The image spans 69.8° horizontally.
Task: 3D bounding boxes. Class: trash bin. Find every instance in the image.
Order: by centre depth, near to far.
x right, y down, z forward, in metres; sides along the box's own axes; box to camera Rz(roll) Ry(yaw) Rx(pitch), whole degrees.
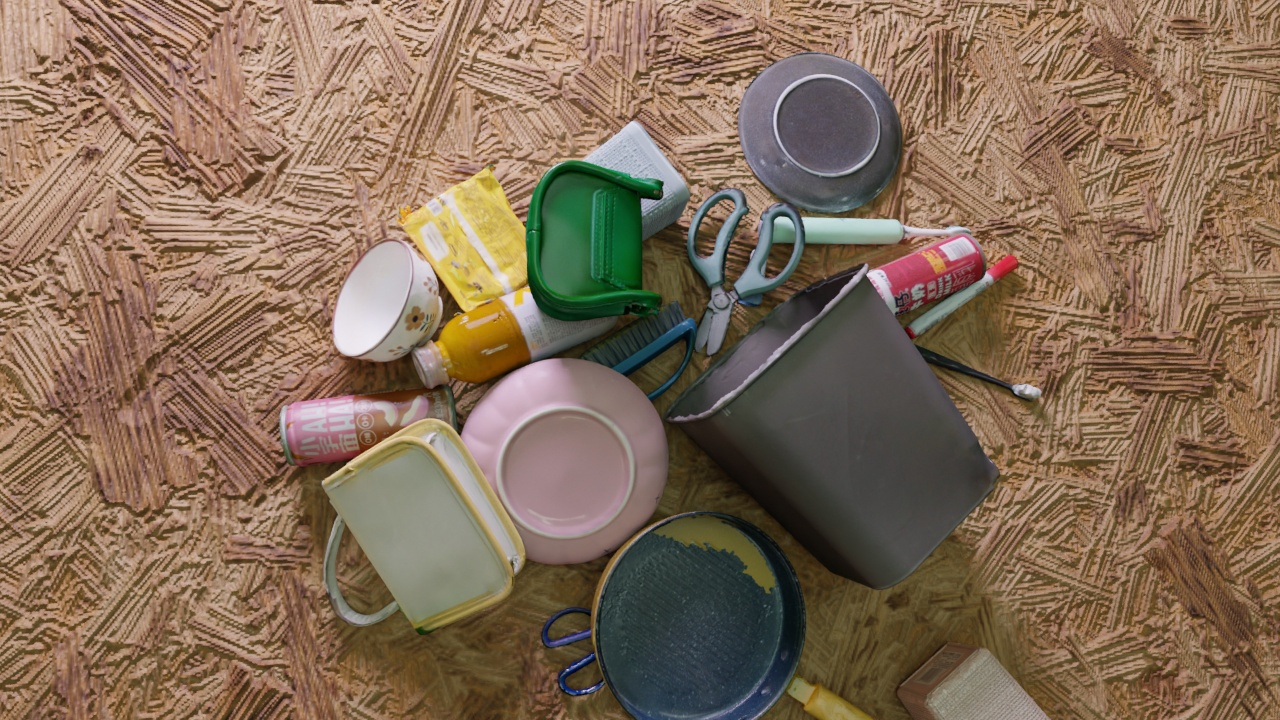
[{"bbox_3d":[0.171,0.064,0.817,0.198,0.199,0.220,-42,95,-11],"label":"trash bin"}]

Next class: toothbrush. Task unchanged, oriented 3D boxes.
[{"bbox_3d":[0.321,0.006,0.928,0.181,0.018,0.015,20,81,-2],"label":"toothbrush"},{"bbox_3d":[0.231,-0.132,0.935,0.224,0.027,0.026,0,116,-7],"label":"toothbrush"}]

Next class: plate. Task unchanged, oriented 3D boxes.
[{"bbox_3d":[-0.067,0.095,0.817,0.192,0.039,0.192,-1,99,-7],"label":"plate"},{"bbox_3d":[0.190,-0.241,0.950,0.179,0.024,0.179,1,80,-8],"label":"plate"}]

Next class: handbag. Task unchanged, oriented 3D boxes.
[{"bbox_3d":[-0.039,-0.101,0.788,0.120,0.068,0.131,0,83,-8],"label":"handbag"},{"bbox_3d":[-0.205,0.153,0.791,0.179,0.063,0.163,-28,99,15],"label":"handbag"}]

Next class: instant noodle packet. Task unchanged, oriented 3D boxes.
[{"bbox_3d":[-0.156,-0.111,0.870,0.110,0.044,0.128,-32,88,-17],"label":"instant noodle packet"}]

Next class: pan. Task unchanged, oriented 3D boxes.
[{"bbox_3d":[0.120,0.278,0.818,0.357,0.078,0.197,36,77,-10],"label":"pan"}]

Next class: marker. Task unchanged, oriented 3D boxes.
[{"bbox_3d":[0.329,-0.065,0.941,0.145,0.017,0.017,-33,86,-12],"label":"marker"}]

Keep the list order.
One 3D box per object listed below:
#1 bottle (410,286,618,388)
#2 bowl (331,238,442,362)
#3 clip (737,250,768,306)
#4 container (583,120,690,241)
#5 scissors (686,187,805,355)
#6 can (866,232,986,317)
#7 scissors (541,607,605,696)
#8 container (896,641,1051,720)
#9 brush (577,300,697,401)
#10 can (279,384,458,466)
[{"bbox_3d":[-0.113,-0.027,0.834,0.189,0.068,0.068,-24,84,-21],"label":"bottle"},{"bbox_3d":[-0.220,-0.048,0.830,0.062,0.114,0.113,25,73,-45],"label":"bowl"},{"bbox_3d":[0.114,-0.083,0.914,0.025,0.032,0.057,16,81,1],"label":"clip"},{"bbox_3d":[-0.027,-0.150,0.874,0.111,0.090,0.090,-37,86,-9],"label":"container"},{"bbox_3d":[0.102,-0.080,0.895,0.143,0.019,0.180,8,83,16],"label":"scissors"},{"bbox_3d":[0.274,-0.080,0.917,0.132,0.053,0.053,-23,84,-11],"label":"can"},{"bbox_3d":[-0.004,0.254,0.841,0.172,0.012,0.132,8,77,-7],"label":"scissors"},{"bbox_3d":[0.306,0.324,0.833,0.089,0.090,0.111,-36,83,-12],"label":"container"},{"bbox_3d":[-0.005,0.005,0.863,0.143,0.055,0.073,-33,85,-12],"label":"brush"},{"bbox_3d":[-0.240,0.058,0.821,0.147,0.058,0.058,-7,81,-9],"label":"can"}]
